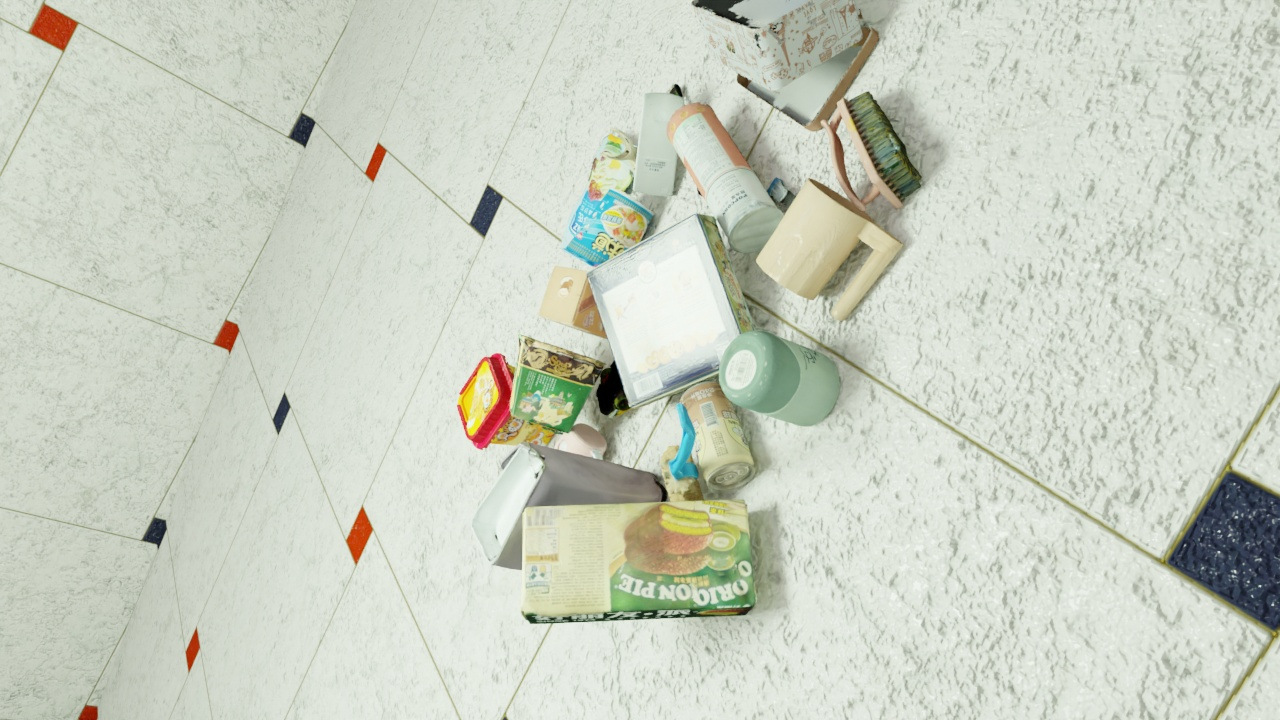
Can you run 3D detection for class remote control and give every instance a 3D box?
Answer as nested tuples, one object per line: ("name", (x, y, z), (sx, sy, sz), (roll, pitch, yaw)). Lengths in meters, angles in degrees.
("remote control", (0.024, -0.292, 1.242), (0.019, 0.056, 0.135), (-98, 14, -77))

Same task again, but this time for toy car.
("toy car", (-0.007, 0.007, 1.197), (0.156, 0.041, 0.071), (-57, 40, 21))

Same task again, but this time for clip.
("clip", (-0.003, -0.292, 1.268), (0.076, 0.103, 0.034), (-57, 36, 1))
("clip", (0.168, -0.197, 1.085), (0.024, 0.027, 0.056), (-56, 30, 16))

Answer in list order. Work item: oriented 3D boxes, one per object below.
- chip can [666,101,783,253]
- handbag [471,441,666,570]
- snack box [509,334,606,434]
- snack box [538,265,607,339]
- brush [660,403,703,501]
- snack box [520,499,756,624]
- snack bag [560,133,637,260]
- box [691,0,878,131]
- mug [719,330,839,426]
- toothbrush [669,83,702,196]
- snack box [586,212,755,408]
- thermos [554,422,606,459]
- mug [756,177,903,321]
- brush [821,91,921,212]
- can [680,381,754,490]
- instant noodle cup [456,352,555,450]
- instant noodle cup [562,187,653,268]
("chip can", (0.099, -0.228, 1.122), (0.071, 0.071, 0.214), (-48, 48, 28))
("handbag", (-0.082, 0.179, 1.093), (0.145, 0.196, 0.098), (-57, 39, 17))
("snack box", (-0.120, 0.033, 1.209), (0.117, 0.118, 0.105), (-159, 89, -80))
("snack box", (-0.071, -0.078, 1.267), (0.093, 0.094, 0.077), (18, 89, 53))
("brush", (0.046, 0.103, 0.970), (0.255, 0.046, 0.083), (88, 172, -65))
("snack box", (-0.004, 0.211, 0.965), (0.063, 0.240, 0.114), (93, 174, -65))
("snack bag", (-0.060, -0.239, 1.369), (0.110, 0.038, 0.191), (35, 105, 40))
("box", (0.177, -0.375, 1.093), (0.148, 0.158, 0.181), (-30, 38, -5))
("mug", (0.137, 0.009, 0.964), (0.082, 0.106, 0.111), (-53, 41, 25))
("toothbrush", (0.067, -0.304, 1.244), (0.027, 0.026, 0.212), (-43, 46, 35))
("snack box", (0.037, -0.057, 1.095), (0.178, 0.045, 0.182), (-24, 80, 35))
("thermos", (-0.115, 0.179, 1.244), (0.199, 0.067, 0.087), (-52, 46, 22))
("mug", (0.198, -0.116, 0.972), (0.124, 0.084, 0.104), (42, 113, 22))
("brush", (0.236, -0.224, 0.970), (0.073, 0.063, 0.145), (-33, 50, 26))
("can", (0.086, 0.084, 1.036), (0.059, 0.058, 0.116), (-44, 46, 32))
("instant noodle cup", (-0.182, 0.067, 1.323), (0.116, 0.123, 0.116), (-53, 40, 23))
("instant noodle cup", (-0.038, -0.176, 1.277), (0.110, 0.099, 0.099), (-58, 39, 4))
